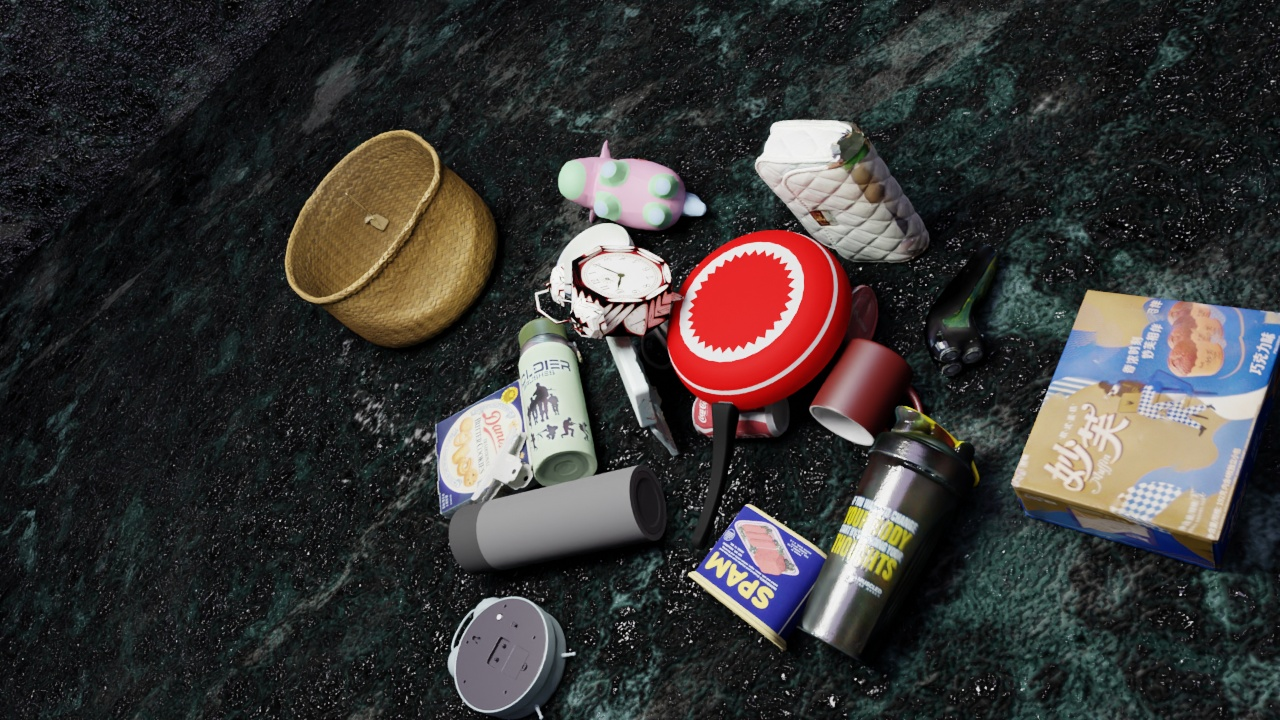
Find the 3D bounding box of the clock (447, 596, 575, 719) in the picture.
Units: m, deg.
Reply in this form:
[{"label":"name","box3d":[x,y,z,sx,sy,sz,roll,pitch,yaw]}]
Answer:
[{"label":"clock","box3d":[-0.149,0.319,0.997,0.159,0.045,0.122,13,67,42]}]

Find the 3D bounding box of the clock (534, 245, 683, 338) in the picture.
[{"label":"clock","box3d":[-0.040,-0.066,0.998,0.154,0.065,0.114,-16,44,-23]}]

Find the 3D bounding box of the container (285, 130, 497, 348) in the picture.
[{"label":"container","box3d":[-0.374,-0.176,1.414,0.308,0.196,0.306,-17,52,24]}]

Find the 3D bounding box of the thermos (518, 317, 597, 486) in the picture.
[{"label":"thermos","box3d":[-0.105,0.044,1.147,0.082,0.082,0.231,-29,46,15]}]

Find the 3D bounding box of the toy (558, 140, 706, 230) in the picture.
[{"label":"toy","box3d":[-0.010,-0.231,1.260,0.222,0.171,0.120,14,103,10]}]

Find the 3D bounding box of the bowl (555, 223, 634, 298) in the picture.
[{"label":"bowl","box3d":[-0.050,-0.119,1.235,0.118,0.062,0.117,-19,50,24]}]

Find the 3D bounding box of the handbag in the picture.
[{"label":"handbag","box3d":[0.219,-0.177,0.997,0.139,0.195,0.072,15,75,45]}]

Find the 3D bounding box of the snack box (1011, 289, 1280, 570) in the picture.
[{"label":"snack box","box3d":[0.426,0.050,0.768,0.155,0.069,0.202,14,68,41]}]

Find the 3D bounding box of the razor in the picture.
[{"label":"razor","box3d":[0.333,-0.053,0.929,0.067,0.054,0.151,21,65,32]}]

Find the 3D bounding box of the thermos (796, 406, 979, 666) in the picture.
[{"label":"thermos","box3d":[0.222,0.158,0.823,0.098,0.098,0.220,19,75,42]}]

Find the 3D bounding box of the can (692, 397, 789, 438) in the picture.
[{"label":"can","box3d":[0.109,0.058,0.999,0.097,0.054,0.053,-5,56,33]}]

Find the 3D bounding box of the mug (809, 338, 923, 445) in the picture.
[{"label":"mug","box3d":[0.236,0.039,0.918,0.106,0.073,0.082,29,77,15]}]

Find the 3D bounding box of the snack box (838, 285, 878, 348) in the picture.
[{"label":"snack box","box3d":[0.190,-0.052,1.010,0.121,0.072,0.072,11,66,41]}]

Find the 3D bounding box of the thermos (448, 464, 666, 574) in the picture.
[{"label":"thermos","box3d":[-0.096,0.182,1.032,0.241,0.082,0.082,-16,51,25]}]

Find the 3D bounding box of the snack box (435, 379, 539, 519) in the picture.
[{"label":"snack box","box3d":[-0.193,0.116,1.179,0.145,0.042,0.144,-29,47,16]}]

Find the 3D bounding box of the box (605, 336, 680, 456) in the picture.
[{"label":"box","box3d":[-0.011,0.007,1.062,0.041,0.135,0.196,-21,47,-1]}]

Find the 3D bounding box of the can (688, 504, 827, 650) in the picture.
[{"label":"can","box3d":[0.118,0.204,0.883,0.116,0.056,0.092,29,77,44]}]

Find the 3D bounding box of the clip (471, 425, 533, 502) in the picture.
[{"label":"clip","box3d":[-0.161,0.127,1.089,0.059,0.050,0.101,10,68,52]}]

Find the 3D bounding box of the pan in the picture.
[{"label":"pan","box3d":[0.098,0.017,0.955,0.209,0.067,0.355,2,63,39]}]

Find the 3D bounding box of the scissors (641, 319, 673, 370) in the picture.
[{"label":"scissors","box3d":[-0.001,-0.055,1.144,0.171,0.012,0.121,26,84,19]}]
